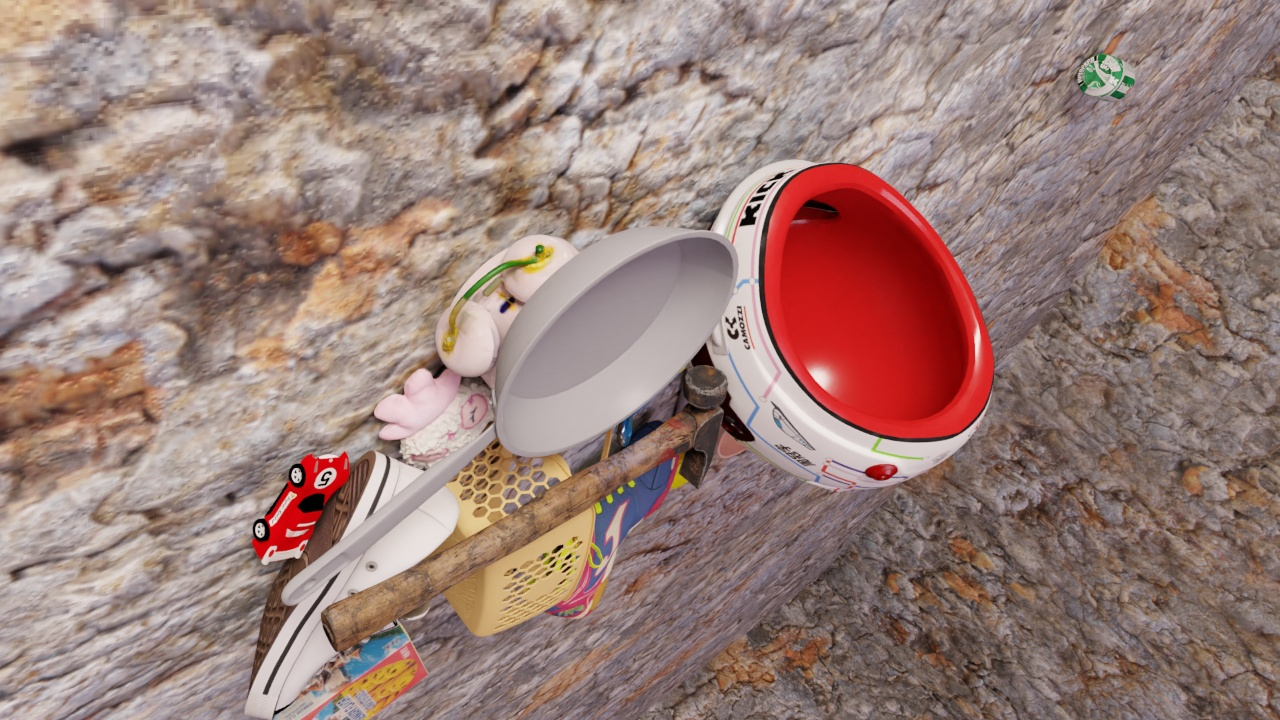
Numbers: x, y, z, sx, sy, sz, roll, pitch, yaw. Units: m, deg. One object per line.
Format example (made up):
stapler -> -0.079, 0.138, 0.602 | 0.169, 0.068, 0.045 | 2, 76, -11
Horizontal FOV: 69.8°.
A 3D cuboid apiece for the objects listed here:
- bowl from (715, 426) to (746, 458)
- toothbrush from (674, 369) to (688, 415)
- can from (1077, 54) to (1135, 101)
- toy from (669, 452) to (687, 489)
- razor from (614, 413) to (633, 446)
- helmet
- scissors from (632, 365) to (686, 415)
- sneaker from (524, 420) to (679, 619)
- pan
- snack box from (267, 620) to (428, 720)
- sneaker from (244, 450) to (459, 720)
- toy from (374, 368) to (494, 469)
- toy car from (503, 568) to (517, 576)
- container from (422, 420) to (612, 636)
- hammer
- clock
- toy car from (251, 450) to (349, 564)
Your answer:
bowl -> 0.120, 0.033, 1.051 | 0.152, 0.076, 0.153 | -34, 155, -19
toothbrush -> 0.052, 0.052, 1.045 | 0.019, 0.018, 0.188 | -34, 156, -26
can -> 0.598, -0.362, 1.177 | 0.101, 0.053, 0.053 | -13, 143, -50
toy -> 0.058, 0.126, 1.145 | 0.095, 0.041, 0.094 | -38, 168, -17
razor -> -0.005, 0.005, 0.792 | 0.044, 0.018, 0.141 | 28, 73, -66
helmet -> 0.150, -0.024, 0.801 | 0.230, 0.314, 0.236 | -55, -159, -18
scissors -> 0.029, 0.017, 0.922 | 0.130, 0.013, 0.126 | -44, 178, -39
sneaker -> -0.042, 0.166, 0.982 | 0.091, 0.116, 0.241 | 31, 88, -42
pan -> -0.078, 0.029, 0.590 | 0.355, 0.051, 0.201 | -34, 156, -18
snack box -> -0.296, 0.335, 0.937 | 0.144, 0.040, 0.143 | -34, 157, -22
sneaker -> -0.211, 0.176, 0.684 | 0.097, 0.091, 0.246 | 26, 110, -26
toy -> -0.148, 0.043, 0.673 | 0.095, 0.041, 0.109 | -42, 152, -1
toy car -> -0.137, 0.193, 0.954 | 0.091, 0.042, 0.036 | -44, 132, 0
container -> -0.095, 0.136, 0.804 | 0.166, 0.129, 0.184 | -28, 153, -32
hammer -> -0.067, 0.114, 0.655 | 0.329, 0.033, 0.120 | -26, 140, -32
clock -> -0.079, -0.030, 0.630 | 0.117, 0.059, 0.158 | -44, 157, 1
toy car -> -0.237, 0.102, 0.643 | 0.090, 0.025, 0.038 | -51, 156, 19
